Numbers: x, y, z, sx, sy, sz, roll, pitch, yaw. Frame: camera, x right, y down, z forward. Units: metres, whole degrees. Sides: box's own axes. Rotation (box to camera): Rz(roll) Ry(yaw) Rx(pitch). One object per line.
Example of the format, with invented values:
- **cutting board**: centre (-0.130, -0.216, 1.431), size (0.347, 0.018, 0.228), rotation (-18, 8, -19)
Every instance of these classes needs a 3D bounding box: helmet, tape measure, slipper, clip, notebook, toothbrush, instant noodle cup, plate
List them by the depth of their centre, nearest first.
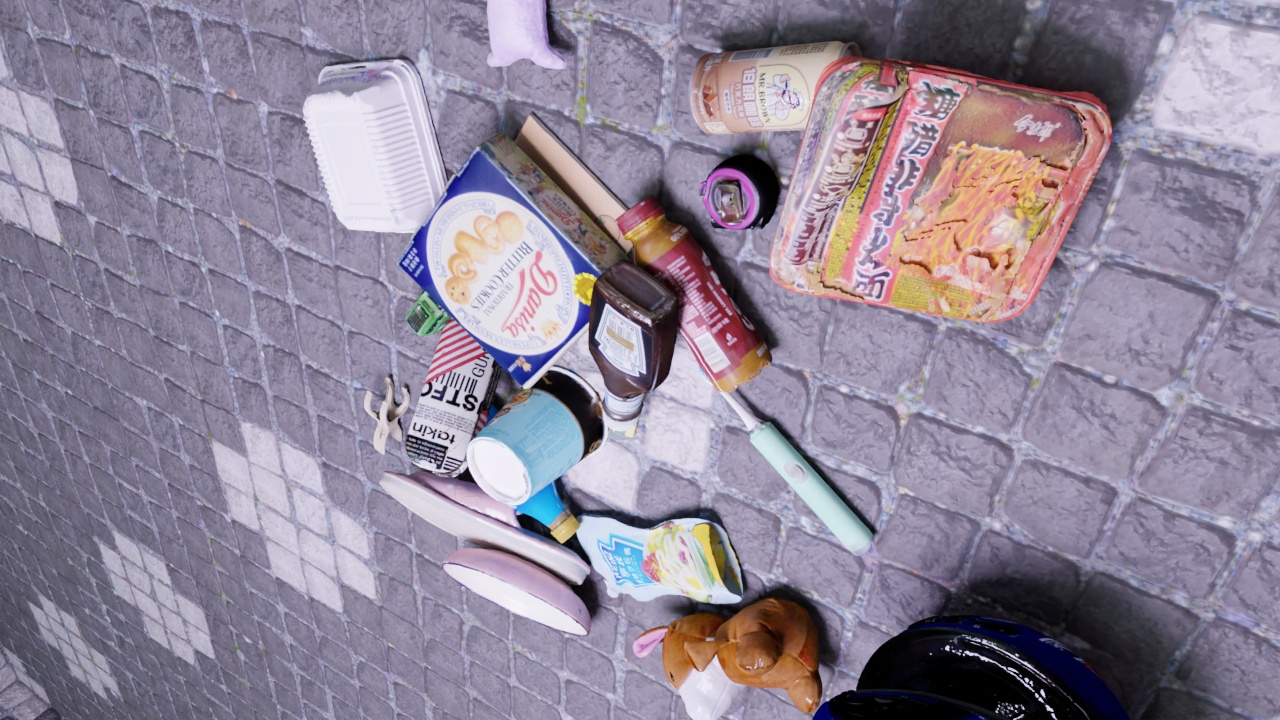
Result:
- **instant noodle cup**: centre (0.188, -0.115, 0.602), size (0.189, 0.079, 0.165), rotation (10, 126, -3)
- **tape measure**: centre (0.078, -0.130, 0.721), size (0.057, 0.039, 0.058), rotation (9, 122, 31)
- **helmet**: centre (0.269, 0.323, 0.726), size (0.248, 0.239, 0.315), rotation (-15, 119, 41)
- **toothbrush**: centre (0.129, 0.086, 0.829), size (0.026, 0.027, 0.224), rotation (-42, 89, 4)
- **notebook**: centre (-0.098, -0.111, 0.878), size (0.148, 0.008, 0.208), rotation (46, 133, 2)
- **instant noodle cup**: centre (-0.266, -0.201, 0.906), size (0.138, 0.060, 0.174), rotation (7, 119, 32)
- **instant noodle cup**: centre (-0.109, 0.081, 0.927), size (0.111, 0.120, 0.111), rotation (17, 126, 26)
- **slipper**: centre (-0.179, 0.183, 1.068), size (0.274, 0.054, 0.114), rotation (22, 155, 12)
- **plate**: centre (-0.141, 0.267, 1.083), size (0.192, 0.039, 0.193), rotation (21, 155, 10)
- **clip**: centre (-0.314, 0.074, 1.104), size (0.035, 0.081, 0.105), rotation (31, 120, 16)

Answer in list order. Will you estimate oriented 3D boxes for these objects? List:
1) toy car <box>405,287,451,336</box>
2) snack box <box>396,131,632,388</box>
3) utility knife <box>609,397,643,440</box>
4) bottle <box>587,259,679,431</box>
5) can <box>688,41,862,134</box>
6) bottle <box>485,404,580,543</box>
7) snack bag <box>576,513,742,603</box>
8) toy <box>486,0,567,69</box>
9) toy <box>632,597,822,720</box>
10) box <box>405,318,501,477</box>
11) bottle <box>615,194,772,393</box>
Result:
- **toy car**: centre (-0.217, -0.060, 0.975), size (0.043, 0.036, 0.091), rotation (49, 129, 2)
- **snack box**: centre (-0.118, -0.088, 0.860), size (0.182, 0.045, 0.178), rotation (45, 132, -4)
- **utility knife**: centre (-0.005, 0.005, 0.884), size (0.031, 0.020, 0.199), rotation (22, 124, 15)
- **bottle**: centre (-0.011, -0.002, 0.812), size (0.080, 0.043, 0.195), rotation (37, 149, 19)
- **can**: centre (0.097, -0.194, 0.656), size (0.116, 0.058, 0.058), rotation (6, 120, 32)
- **bottle**: centre (-0.148, 0.110, 1.011), size (0.218, 0.065, 0.065), rotation (49, 133, 0)
- **snack bag**: centre (0.014, 0.212, 0.982), size (0.191, 0.038, 0.110), rotation (-10, 117, 40)
- **toy**: centre (-0.099, -0.291, 0.745), size (0.084, 0.038, 0.108), rotation (15, 122, 28)
- **toy**: centre (0.091, 0.312, 0.940), size (0.140, 0.130, 0.200), rotation (43, 145, -26)
- **box**: centre (-0.185, 0.040, 0.945), size (0.076, 0.162, 0.087), rotation (15, 164, -5)
- **bottle**: centre (0.043, -0.057, 0.779), size (0.058, 0.057, 0.175), rotation (-28, 99, 42)
